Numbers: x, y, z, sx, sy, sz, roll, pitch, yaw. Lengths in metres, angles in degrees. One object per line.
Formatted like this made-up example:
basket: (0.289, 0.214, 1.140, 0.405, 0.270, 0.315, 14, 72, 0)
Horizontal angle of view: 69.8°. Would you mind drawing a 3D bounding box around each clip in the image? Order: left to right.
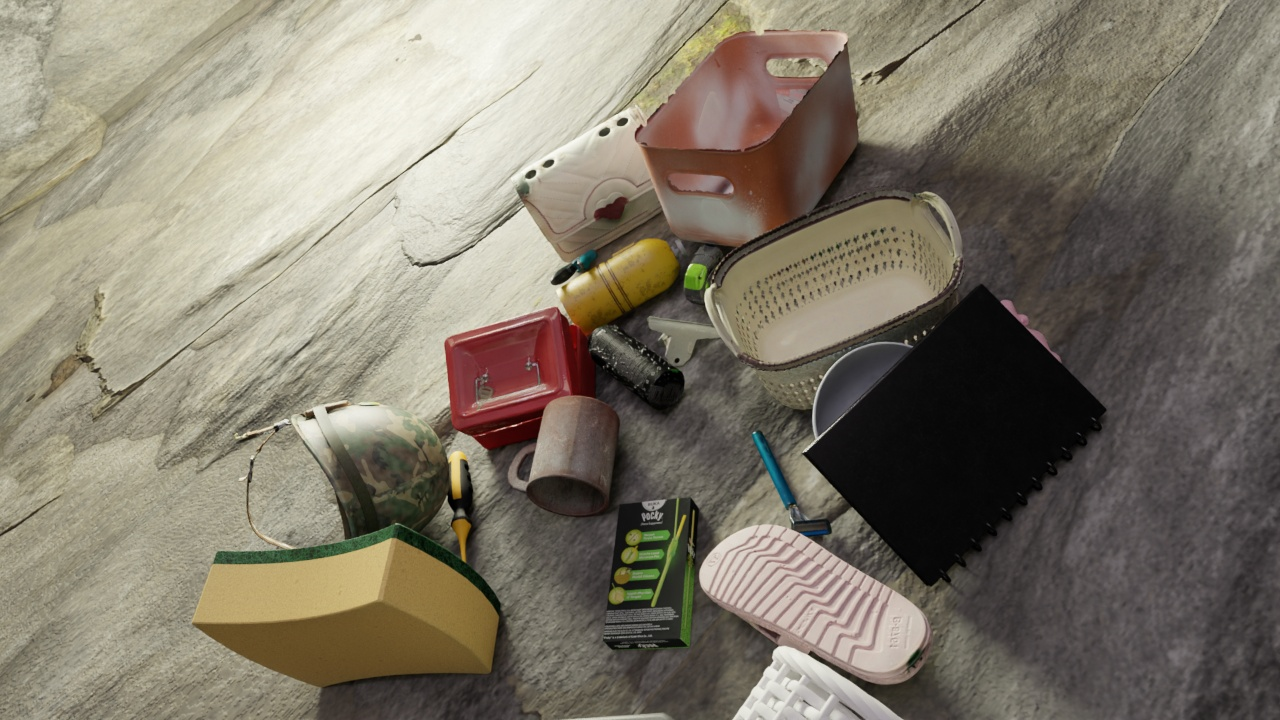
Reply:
clip: (0.046, -0.022, 1.068, 0.054, 0.101, 0.040, -62, 34, 36)

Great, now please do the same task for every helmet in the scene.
helmet: (-0.340, 0.144, 1.035, 0.235, 0.193, 0.225, -24, 15, -33)

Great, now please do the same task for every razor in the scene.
razor: (0.143, 0.124, 0.924, 0.042, 0.022, 0.143, 1, 38, -22)

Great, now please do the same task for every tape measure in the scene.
tape measure: (0.081, -0.097, 1.101, 0.036, 0.059, 0.065, 13, 60, 33)

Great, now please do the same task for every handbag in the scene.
handbag: (-0.055, -0.236, 1.226, 0.198, 0.142, 0.096, -30, 49, 5)

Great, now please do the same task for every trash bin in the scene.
trash bin: (0.139, -0.267, 1.116, 0.182, 0.157, 0.259, 12, 50, 34)

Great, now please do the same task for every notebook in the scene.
notebook: (0.287, 0.067, 0.829, 0.231, 0.019, 0.169, -42, 84, -8)

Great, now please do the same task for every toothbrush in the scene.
toothbrush: (-0.204, 0.185, 1.048, 0.031, 0.031, 0.196, -13, 49, 0)

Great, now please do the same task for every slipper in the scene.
slipper: (0.155, 0.218, 0.813, 0.094, 0.064, 0.240, -49, 35, -19)

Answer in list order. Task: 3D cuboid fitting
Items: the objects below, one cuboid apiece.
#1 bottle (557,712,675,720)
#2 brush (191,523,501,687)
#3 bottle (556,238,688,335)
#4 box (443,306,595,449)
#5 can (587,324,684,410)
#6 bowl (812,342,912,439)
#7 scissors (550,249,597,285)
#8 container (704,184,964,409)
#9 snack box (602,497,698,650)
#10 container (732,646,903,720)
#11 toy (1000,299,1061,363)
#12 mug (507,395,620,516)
bottle: (0.001, 0.354, 0.798, 0.174, 0.046, 0.083, -13, 50, 18)
brush: (-0.286, 0.254, 0.923, 0.251, 0.195, 0.075, -11, 51, 19)
bottle: (-0.018, -0.101, 1.147, 0.164, 0.071, 0.071, -30, 47, 4)
box: (-0.139, 0.028, 1.104, 0.157, 0.117, 0.135, -13, 65, 14)
can: (-0.006, 0.006, 1.068, 0.054, 0.054, 0.138, -44, 47, -10)
bowl: (0.228, 0.059, 0.876, 0.144, 0.074, 0.144, 0, 81, -3)
scissors: (-0.079, -0.124, 1.176, 0.130, 0.019, 0.151, -37, 10, -30)
container: (0.206, -0.060, 0.950, 0.252, 0.143, 0.184, -24, 49, 9)
snack box: (0.012, 0.212, 0.918, 0.080, 0.025, 0.147, -9, 51, 21)
container: (0.124, 0.338, 0.650, 0.189, 0.189, 0.186, 27, 72, 39)
toy: (0.352, -0.015, 0.899, 0.099, 0.053, 0.095, -14, 57, 24)
mug: (-0.087, 0.106, 1.007, 0.123, 0.096, 0.110, -5, 47, 18)
